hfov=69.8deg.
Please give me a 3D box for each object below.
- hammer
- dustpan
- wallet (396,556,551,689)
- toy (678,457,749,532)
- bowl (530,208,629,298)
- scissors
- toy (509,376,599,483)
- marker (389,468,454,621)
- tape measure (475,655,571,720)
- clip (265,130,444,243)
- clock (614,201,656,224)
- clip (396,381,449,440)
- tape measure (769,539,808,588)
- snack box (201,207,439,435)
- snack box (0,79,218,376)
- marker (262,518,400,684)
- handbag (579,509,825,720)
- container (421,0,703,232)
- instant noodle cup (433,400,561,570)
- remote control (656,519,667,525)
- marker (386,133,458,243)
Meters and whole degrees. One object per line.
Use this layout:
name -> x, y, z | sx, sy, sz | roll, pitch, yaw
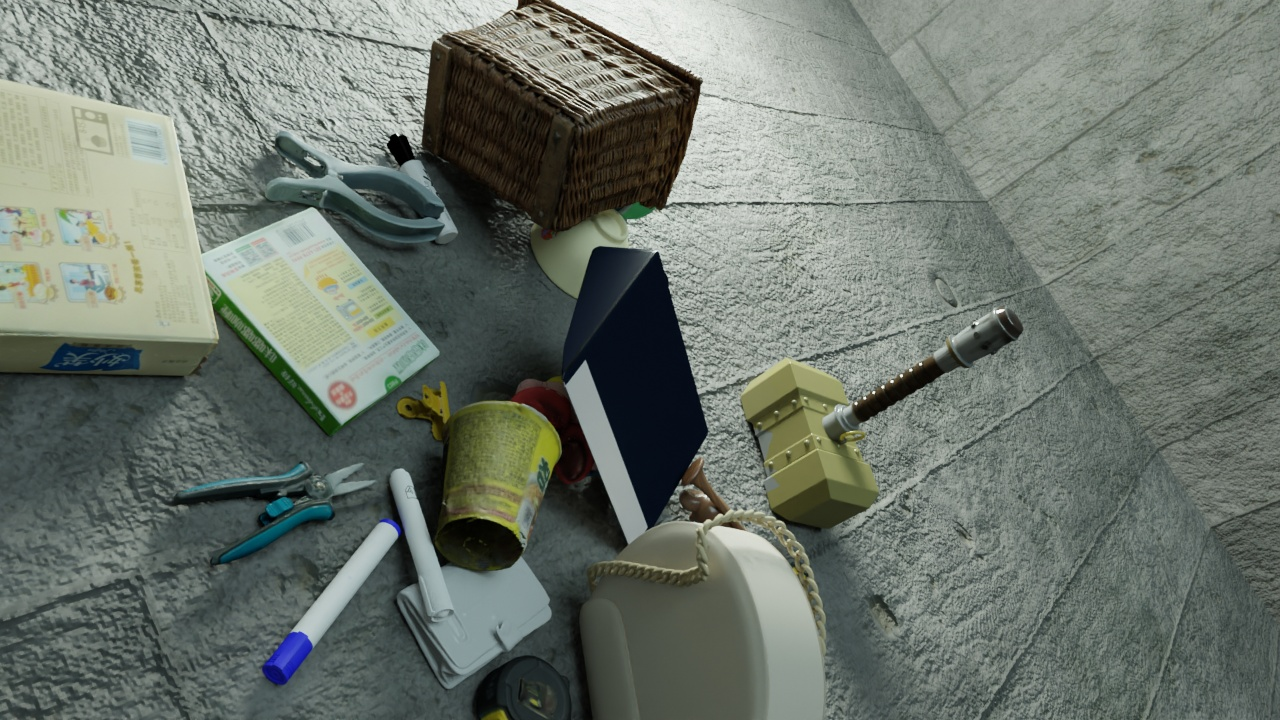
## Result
hammer -> 0.279, 0.038, 1.038 | 0.100, 0.326, 0.190 | 18, 47, -39
dustpan -> -0.005, 0.005, 0.888 | 0.272, 0.080, 0.236 | -55, 142, -37
wallet -> -0.124, 0.188, 0.707 | 0.086, 0.032, 0.116 | 53, 35, 6
toy -> 0.069, 0.151, 0.934 | 0.102, 0.055, 0.041 | 51, 49, -15
bowl -> -0.054, -0.135, 1.032 | 0.118, 0.074, 0.117 | 29, 41, -29
scissors -> -0.254, 0.101, 0.646 | 0.122, 0.019, 0.148 | 34, 33, -18
toy -> -0.055, 0.052, 0.861 | 0.124, 0.097, 0.131 | 48, 10, -6
marker -> -0.168, 0.135, 0.691 | 0.020, 0.017, 0.133 | 18, 34, -46
tape measure -> -0.084, 0.258, 0.682 | 0.072, 0.042, 0.071 | 26, 46, -28
clip -> -0.262, -0.167, 0.855 | 0.163, 0.028, 0.108 | 15, 47, -32
clock -> -0.035, -0.249, 1.111 | 0.075, 0.122, 0.161 | -14, 74, -51
clip -> -0.184, 0.041, 0.784 | 0.046, 0.035, 0.053 | 35, 36, -53
tape measure -> 0.143, 0.218, 0.951 | 0.038, 0.067, 0.062 | 37, 37, -20
snack box -> -0.262, -0.037, 0.752 | 0.168, 0.027, 0.131 | 50, 36, -4
snack box -> -0.391, -0.089, 0.627 | 0.153, 0.055, 0.207 | 3, 58, -47
marker -> -0.211, 0.163, 0.639 | 0.020, 0.020, 0.141 | 45, 36, -11
handbag -> 0.034, 0.232, 0.692 | 0.103, 0.209, 0.210 | 16, 49, -36
container -> -0.096, -0.257, 0.966 | 0.250, 0.163, 0.182 | 33, 40, 19
instant noodle cup -> -0.117, 0.101, 0.724 | 0.102, 0.102, 0.108 | 34, 36, -25
remote control -> 0.060, 0.214, 0.907 | 0.136, 0.013, 0.033 | 47, 35, -8
marker -> -0.221, -0.175, 0.922 | 0.025, 0.025, 0.126 | -13, 70, -52
